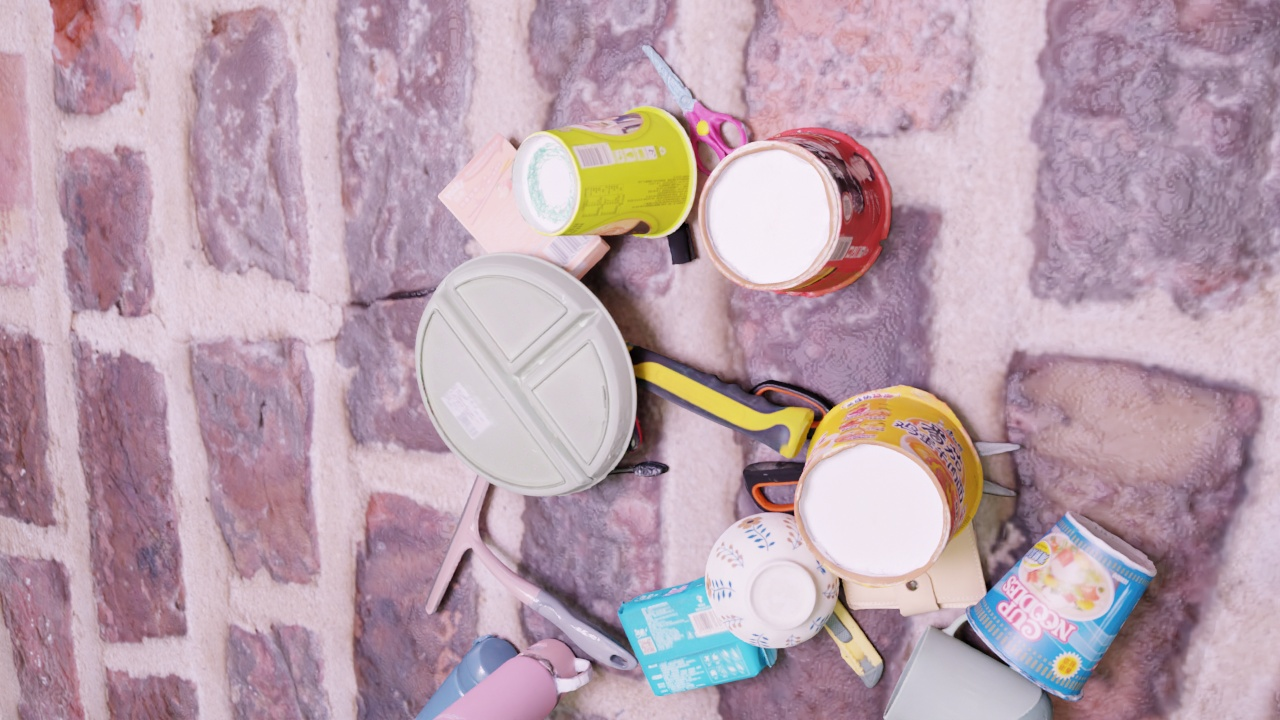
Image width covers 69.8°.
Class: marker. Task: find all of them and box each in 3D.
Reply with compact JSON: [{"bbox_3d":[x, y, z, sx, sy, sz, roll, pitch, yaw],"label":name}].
[{"bbox_3d":[0.026,-0.149,0.790,0.022,0.020,0.132,-9,96,12],"label":"marker"}]

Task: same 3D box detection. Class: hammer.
[{"bbox_3d":[-0.005,0.005,0.802,0.323,0.031,0.126,25,96,23],"label":"hammer"}]

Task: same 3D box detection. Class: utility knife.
[{"bbox_3d":[0.158,0.211,0.802,0.031,0.018,0.166,-40,77,20],"label":"utility knife"}]

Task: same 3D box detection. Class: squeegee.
[{"bbox_3d":[-0.104,0.224,0.898,0.250,0.040,0.248,33,111,24],"label":"squeegee"}]

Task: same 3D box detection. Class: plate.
[{"bbox_3d":[-0.109,0.019,0.812,0.230,0.027,0.230,9,111,25],"label":"plate"}]

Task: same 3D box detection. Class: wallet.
[{"bbox_3d":[0.221,0.169,0.756,0.115,0.024,0.087,-10,97,26],"label":"wallet"}]

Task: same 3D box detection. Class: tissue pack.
[{"bbox_3d":[0.049,0.250,0.839,0.134,0.050,0.093,-24,90,28],"label":"tissue pack"}]

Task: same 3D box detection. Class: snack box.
[{"bbox_3d":[-0.107,-0.125,0.828,0.084,0.026,0.157,-45,68,7],"label":"snack box"}]

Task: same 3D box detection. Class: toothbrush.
[{"bbox_3d":[-0.066,0.107,0.870,0.189,0.017,0.014,-5,90,17],"label":"toothbrush"}]

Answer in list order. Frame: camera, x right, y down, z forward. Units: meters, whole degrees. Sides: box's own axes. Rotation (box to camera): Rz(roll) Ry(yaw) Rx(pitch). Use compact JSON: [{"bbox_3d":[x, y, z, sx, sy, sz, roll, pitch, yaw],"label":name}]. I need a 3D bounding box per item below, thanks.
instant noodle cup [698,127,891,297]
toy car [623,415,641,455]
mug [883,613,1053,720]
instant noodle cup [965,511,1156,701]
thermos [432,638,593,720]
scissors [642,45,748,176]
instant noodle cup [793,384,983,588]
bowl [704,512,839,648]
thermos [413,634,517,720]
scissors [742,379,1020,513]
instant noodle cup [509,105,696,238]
[{"bbox_3d":[0.114,-0.113,0.704,0.138,0.108,0.138,5,102,25],"label":"instant noodle cup"},{"bbox_3d":[-0.056,0.070,0.858,0.121,0.045,0.053,-12,95,20],"label":"toy car"},{"bbox_3d":[0.266,0.260,0.726,0.106,0.082,0.111,25,78,20],"label":"mug"},{"bbox_3d":[0.314,0.174,0.677,0.099,0.099,0.110,34,105,16],"label":"instant noodle cup"},{"bbox_3d":[-0.120,0.325,0.853,0.087,0.198,0.067,-7,95,29],"label":"thermos"},{"bbox_3d":[0.040,-0.216,0.773,0.057,0.017,0.133,-43,77,35],"label":"scissors"},{"bbox_3d":[0.180,0.099,0.688,0.138,0.109,0.138,4,101,23],"label":"instant noodle cup"},{"bbox_3d":[0.113,0.187,0.759,0.113,0.062,0.113,0,90,-2],"label":"bowl"},{"bbox_3d":[-0.202,0.382,0.982,0.070,0.070,0.221,42,114,13],"label":"thermos"},{"bbox_3d":[0.185,0.089,0.760,0.229,0.021,0.190,33,116,14],"label":"scissors"},{"bbox_3d":[-0.035,-0.148,0.746,0.112,0.123,0.112,16,114,41],"label":"instant noodle cup"}]
